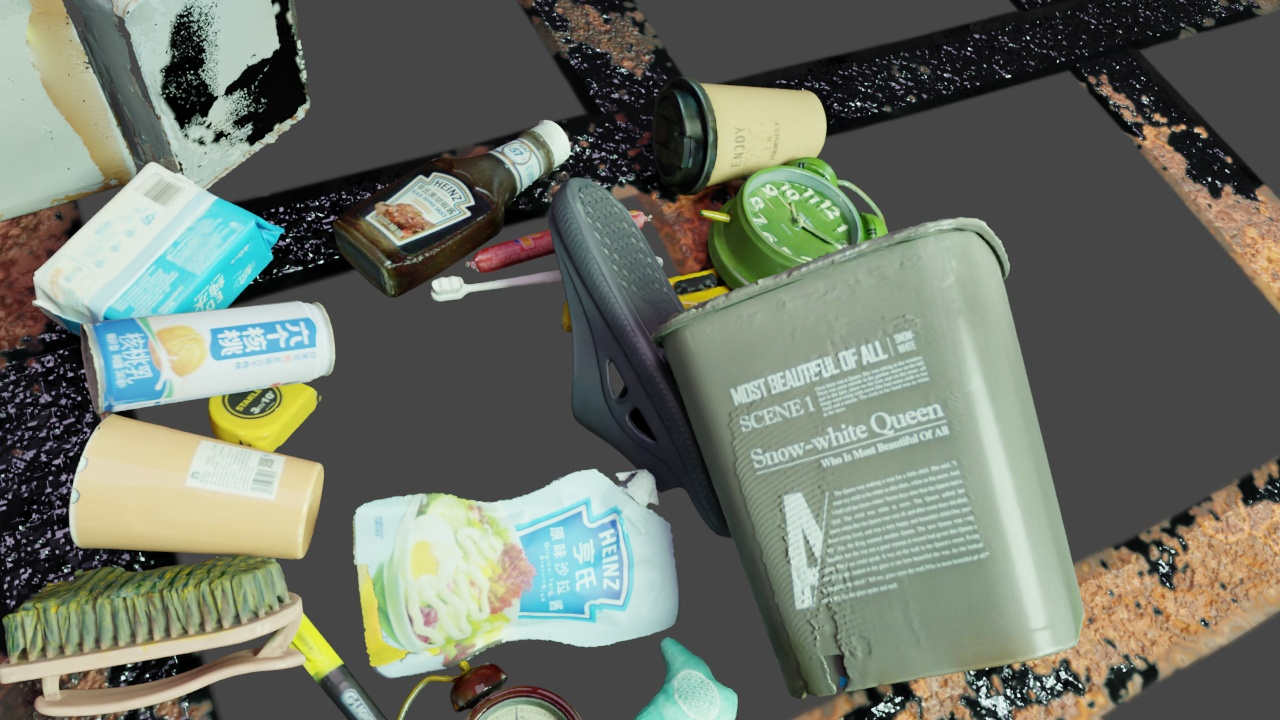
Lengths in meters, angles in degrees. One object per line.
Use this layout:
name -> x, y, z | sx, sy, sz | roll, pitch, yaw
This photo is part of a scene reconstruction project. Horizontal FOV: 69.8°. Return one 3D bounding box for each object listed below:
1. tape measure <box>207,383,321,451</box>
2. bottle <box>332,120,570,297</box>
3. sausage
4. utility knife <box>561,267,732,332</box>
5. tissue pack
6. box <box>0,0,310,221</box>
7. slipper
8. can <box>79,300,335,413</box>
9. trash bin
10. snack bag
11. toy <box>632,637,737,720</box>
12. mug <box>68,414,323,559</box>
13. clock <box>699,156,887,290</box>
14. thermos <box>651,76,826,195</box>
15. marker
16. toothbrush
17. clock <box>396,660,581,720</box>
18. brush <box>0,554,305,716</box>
tape measure -> -0.248, 0.034, 0.595 | 0.057, 0.029, 0.059 | 22, 42, 6
bottle -> -0.134, -0.125, 0.699 | 0.080, 0.044, 0.194 | 39, 60, 20
sausage -> -0.061, -0.094, 0.710 | 0.155, 0.020, 0.020 | -18, 66, -20
utility knife -> 0.011, -0.047, 0.699 | 0.154, 0.015, 0.033 | -14, 62, -18
tissue pack -> -0.319, -0.061, 0.614 | 0.090, 0.063, 0.139 | 28, 61, 3
box -> -0.361, -0.190, 0.614 | 0.271, 0.178, 0.106 | -36, 72, -27
slipper -> -0.004, 0.004, 0.633 | 0.110, 0.083, 0.268 | -5, 65, -62
can -> -0.261, -0.005, 0.561 | 0.134, 0.053, 0.053 | -10, 62, -36
trash bin -> 0.142, 0.062, 0.538 | 0.199, 0.198, 0.219 | -19, 75, 25
snack bag -> -0.071, 0.126, 0.557 | 0.191, 0.039, 0.110 | -6, 88, -11
toy -> 0.021, 0.223, 0.540 | 0.091, 0.030, 0.096 | -39, 56, -23
mug -> -0.257, 0.080, 0.545 | 0.122, 0.078, 0.078 | 10, 60, -11
clock -> 0.129, -0.103, 0.725 | 0.160, 0.056, 0.116 | -27, 70, -32
thermos -> 0.077, -0.186, 0.753 | 0.143, 0.093, 0.093 | -11, 64, -25
marker -> -0.172, 0.191, 0.531 | 0.018, 0.015, 0.124 | -40, 74, -23
toothbrush -> -0.068, -0.065, 0.694 | 0.180, 0.016, 0.016 | -9, 66, -16
clock -> -0.078, 0.219, 0.511 | 0.122, 0.055, 0.081 | 26, 60, 6
brush -> -0.262, 0.151, 0.507 | 0.145, 0.063, 0.073 | -7, 97, -9
